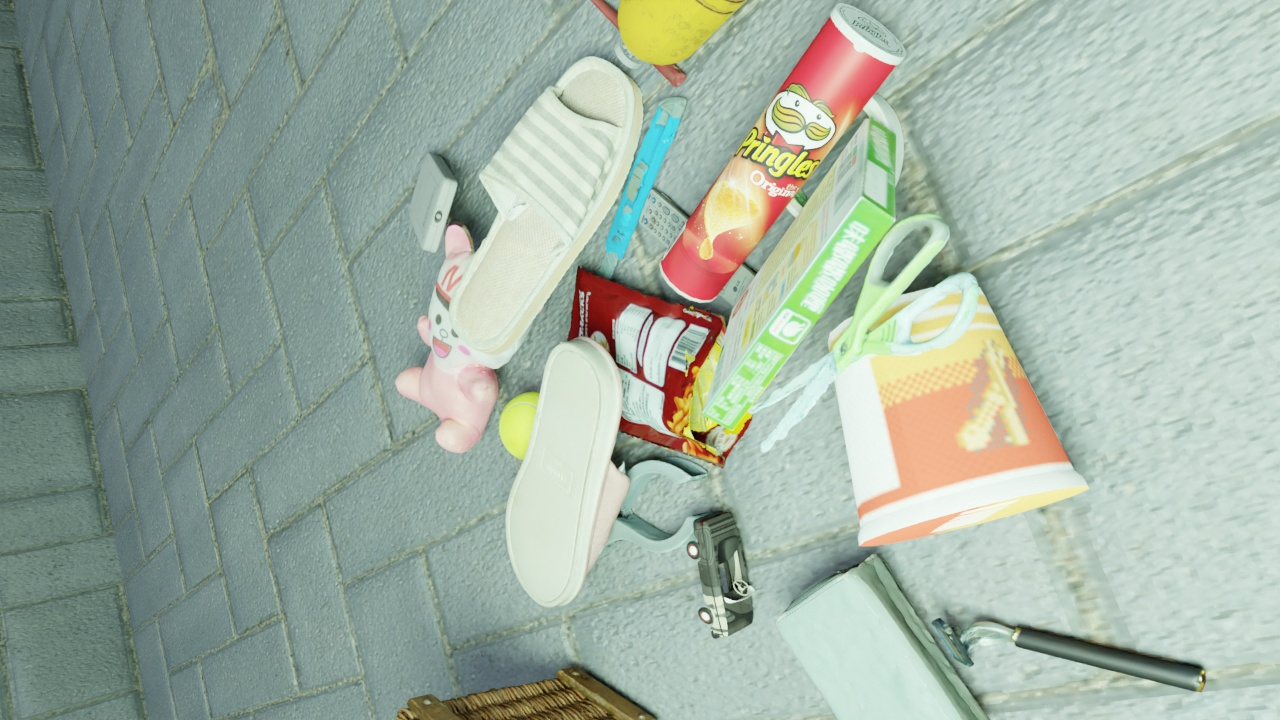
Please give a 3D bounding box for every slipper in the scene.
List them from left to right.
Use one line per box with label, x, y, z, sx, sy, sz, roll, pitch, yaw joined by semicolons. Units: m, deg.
slipper;-0.090;-0.128;0.782;0.114;0.054;0.273;35;104;25
slipper;-0.058;0.100;0.781;0.114;0.054;0.275;42;131;34

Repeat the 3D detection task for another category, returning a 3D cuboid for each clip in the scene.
clip;-0.004;0.110;0.787;0.164;0.028;0.115;-24;76;46

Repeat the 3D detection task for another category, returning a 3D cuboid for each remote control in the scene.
remote control;-0.213;-0.165;0.942;0.074;0.019;0.151;-69;26;16
remote control;0.044;-0.088;0.717;0.136;0.013;0.033;45;126;34

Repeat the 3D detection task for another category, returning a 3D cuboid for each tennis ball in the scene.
tennis ball;-0.099;0.062;0.853;0.065;0.065;0.065;8;100;47

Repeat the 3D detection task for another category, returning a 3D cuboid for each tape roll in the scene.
tape roll;0.131;-0.135;0.614;0.094;0.018;0.094;7;100;46

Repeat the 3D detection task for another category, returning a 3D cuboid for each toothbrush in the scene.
toothbrush;-0.022;-0.281;0.763;0.190;0.016;0.017;51;133;30

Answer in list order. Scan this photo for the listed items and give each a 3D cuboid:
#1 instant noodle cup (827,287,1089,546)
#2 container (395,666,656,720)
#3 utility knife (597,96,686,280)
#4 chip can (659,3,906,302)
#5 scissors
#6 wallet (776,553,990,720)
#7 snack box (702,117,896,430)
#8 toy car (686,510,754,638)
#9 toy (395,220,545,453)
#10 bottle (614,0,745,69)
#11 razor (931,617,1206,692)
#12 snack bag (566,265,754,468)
instant noodle cup;0.170;0.031;0.527;0.124;0.123;0.121;-32;64;45
container;-0.103;0.384;0.781;0.162;0.249;0.183;15;98;45
utility knife;-0.004;-0.135;0.765;0.031;0.015;0.186;48;129;38
chip can;0.086;-0.128;0.611;0.051;0.051;0.215;58;132;25
scissors;0.113;-0.012;0.513;0.176;0.032;0.092;-38;49;41
wallet;0.158;0.202;0.604;0.131;0.054;0.101;61;142;20
snack box;0.098;-0.054;0.562;0.027;0.131;0.168;30;125;-5
toy car;0.065;0.164;0.705;0.037;0.040;0.092;-10;90;45
toy;-0.169;-0.020;0.907;0.142;0.084;0.214;44;126;34
bottle;0.040;-0.272;0.660;0.164;0.070;0.071;-34;70;44
razor;0.244;0.168;0.530;0.145;0.022;0.043;-4;134;43
snack bag;-0.004;0.004;0.747;0.208;0.066;0.139;17;112;48
